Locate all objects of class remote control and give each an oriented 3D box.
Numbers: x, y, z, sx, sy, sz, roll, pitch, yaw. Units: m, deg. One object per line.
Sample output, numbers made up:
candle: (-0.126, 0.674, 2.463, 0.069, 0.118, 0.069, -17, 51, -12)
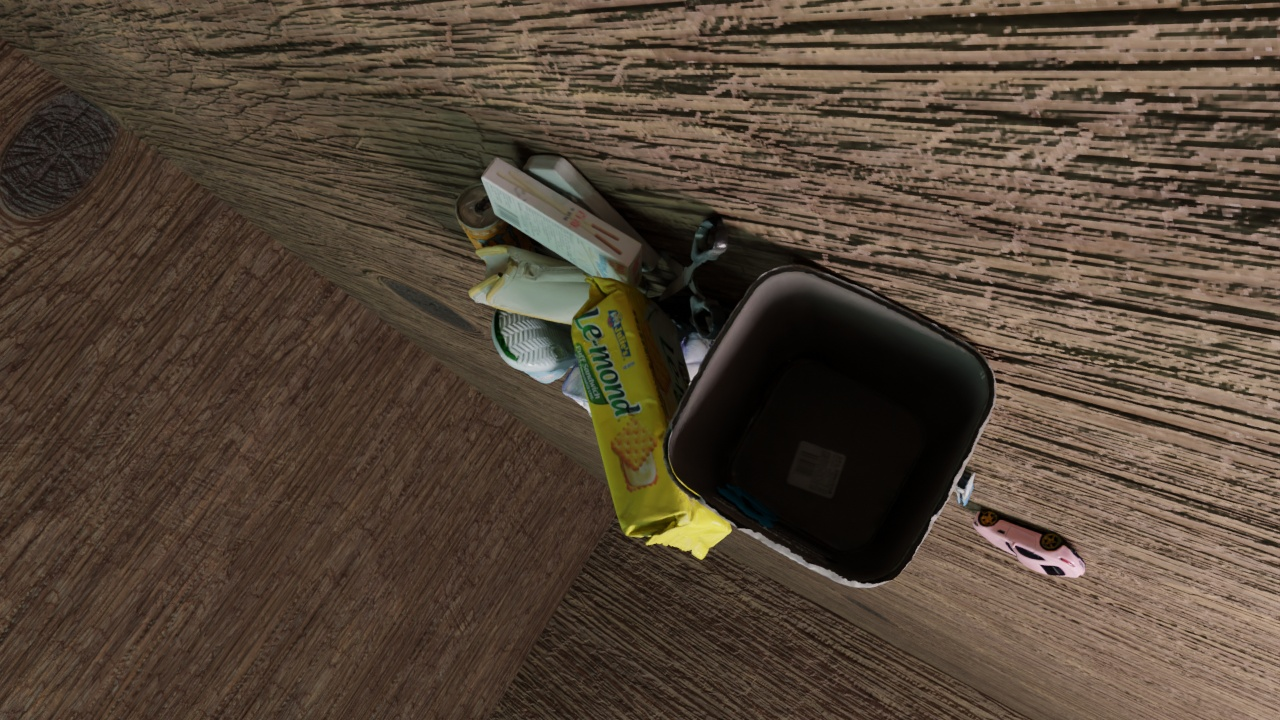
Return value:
remote control: (0.054, -0.046, 0.900, 0.137, 0.024, 0.053, 8, 156, 33)
remote control: (-0.043, -0.132, 0.839, 0.150, 0.021, 0.058, 42, 165, -35)

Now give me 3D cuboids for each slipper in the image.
slipper: (-0.117, -0.023, 1.143, 0.104, 0.074, 0.245, 59, -160, 12)

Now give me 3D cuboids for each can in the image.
can: (-0.157, -0.138, 1.014, 0.058, 0.058, 0.146, 30, 168, 15)

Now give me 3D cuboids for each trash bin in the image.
trash bin: (0.150, 0.066, 0.755, 0.199, 0.198, 0.220, 29, 174, 16)

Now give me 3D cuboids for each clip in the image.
clip: (0.324, 0.125, 0.923, 0.029, 0.024, 0.057, 21, 160, 32)

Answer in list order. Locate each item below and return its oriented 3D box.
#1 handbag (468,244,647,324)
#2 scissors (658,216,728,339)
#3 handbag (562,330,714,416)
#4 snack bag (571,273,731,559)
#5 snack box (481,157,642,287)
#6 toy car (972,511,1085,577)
handbag: (-0.076, -0.074, 0.943, 0.163, 0.063, 0.179, 12, 174, -29)
scissors: (0.042, -0.069, 0.766, 0.014, 0.159, 0.174, -1, 143, -14)
handbag: (-0.006, 0.006, 1.022, 0.075, 0.134, 0.194, 43, 165, -25)
snack bag: (0.007, 0.052, 0.812, 0.068, 0.246, 0.158, -19, 162, 14)
snack box: (-0.069, -0.119, 0.833, 0.157, 0.026, 0.085, 32, 168, 7)
toy car: (0.406, 0.196, 0.968, 0.122, 0.037, 0.056, 19, 161, 51)
